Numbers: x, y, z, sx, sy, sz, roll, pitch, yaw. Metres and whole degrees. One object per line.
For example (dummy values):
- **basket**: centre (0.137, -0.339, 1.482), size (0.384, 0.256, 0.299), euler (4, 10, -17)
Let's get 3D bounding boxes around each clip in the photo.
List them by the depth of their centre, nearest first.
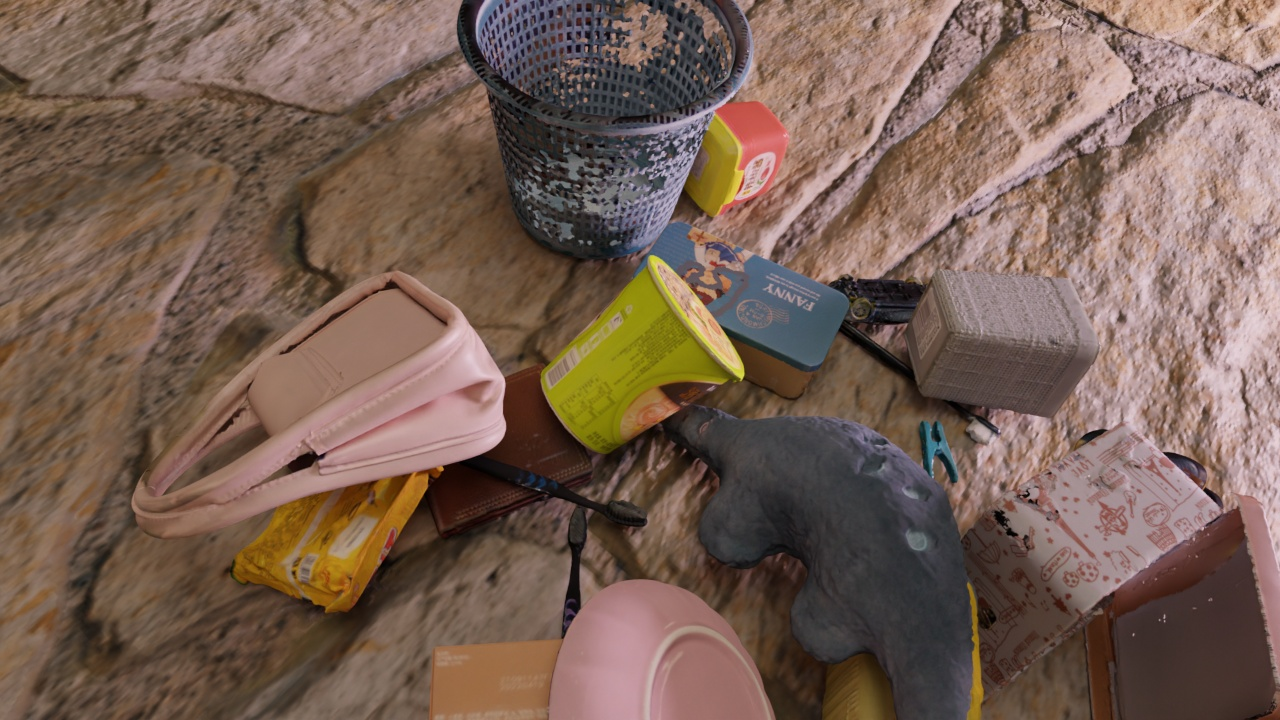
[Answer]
- **clip**: centre (0.235, 0.072, 0.731), size (0.040, 0.014, 0.056), euler (1, 55, -7)

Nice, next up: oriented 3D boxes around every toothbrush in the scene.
- **toothbrush**: centre (-0.047, 0.185, 0.621), size (0.014, 0.017, 0.188), euler (3, 57, -1)
- **toothbrush**: centre (-0.083, 0.083, 0.655), size (0.189, 0.016, 0.014), euler (20, 56, -2)
- **toothbrush**: centre (0.221, 0.011, 0.771), size (0.181, 0.016, 0.018), euler (40, 69, 19)

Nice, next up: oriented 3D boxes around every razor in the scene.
- **razor**: centre (0.365, 0.088, 0.669), size (0.167, 0.068, 0.062), euler (23, 10, -37)

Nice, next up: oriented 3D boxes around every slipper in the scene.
- **slipper**: centre (0.153, 0.246, 0.560), size (0.081, 0.092, 0.190), euler (14, 52, 0)

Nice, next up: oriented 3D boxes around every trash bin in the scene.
- **trash bin**: centre (-0.035, -0.202, 0.776), size (0.226, 0.195, 0.226), euler (3, 56, -5)

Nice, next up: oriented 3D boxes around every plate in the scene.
- **plate**: centre (0.028, 0.215, 0.522), size (0.192, 0.039, 0.192), euler (34, 42, -38)

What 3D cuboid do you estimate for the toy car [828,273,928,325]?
- **toy car**: centre (0.214, -0.050, 0.797), size (0.105, 0.031, 0.048), euler (0, 36, -9)

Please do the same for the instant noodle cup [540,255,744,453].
- **instant noodle cup**: centre (-0.004, 0.004, 0.679), size (0.123, 0.111, 0.111), euler (-38, 61, 14)

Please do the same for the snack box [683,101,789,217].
- **snack box**: centre (0.085, -0.192, 0.850), size (0.080, 0.091, 0.082), euler (-21, 61, -27)

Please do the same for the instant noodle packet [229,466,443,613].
- **instant noodle packet**: centre (-0.205, 0.107, 0.625), size (0.111, 0.044, 0.128), euler (5, 49, 29)

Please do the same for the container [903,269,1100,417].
- **container**: centre (0.284, -0.016, 0.741), size (0.114, 0.090, 0.090), euler (6, 45, -6)

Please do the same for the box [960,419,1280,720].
- **box**: centre (0.301, 0.167, 0.576), size (0.152, 0.183, 0.177), euler (-24, 58, -20)

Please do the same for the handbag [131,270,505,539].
- **handbag**: centre (-0.220, 0.037, 0.606), size (0.233, 0.093, 0.193), euler (-29, 27, -22)

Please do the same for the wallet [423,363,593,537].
- **wallet**: centre (-0.108, 0.066, 0.686), size (0.124, 0.032, 0.101), euler (-21, 63, -18)

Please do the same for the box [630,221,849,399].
- **box**: centre (0.084, -0.039, 0.762), size (0.184, 0.061, 0.089), euler (23, 57, 11)

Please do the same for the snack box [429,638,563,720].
- **snack box**: centre (-0.072, 0.215, 0.542), size (0.093, 0.094, 0.077), euler (-3, 60, -3)

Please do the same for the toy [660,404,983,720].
- **toy**: centre (0.122, 0.108, 0.588), size (0.138, 0.091, 0.356), euler (-46, 43, 5)
